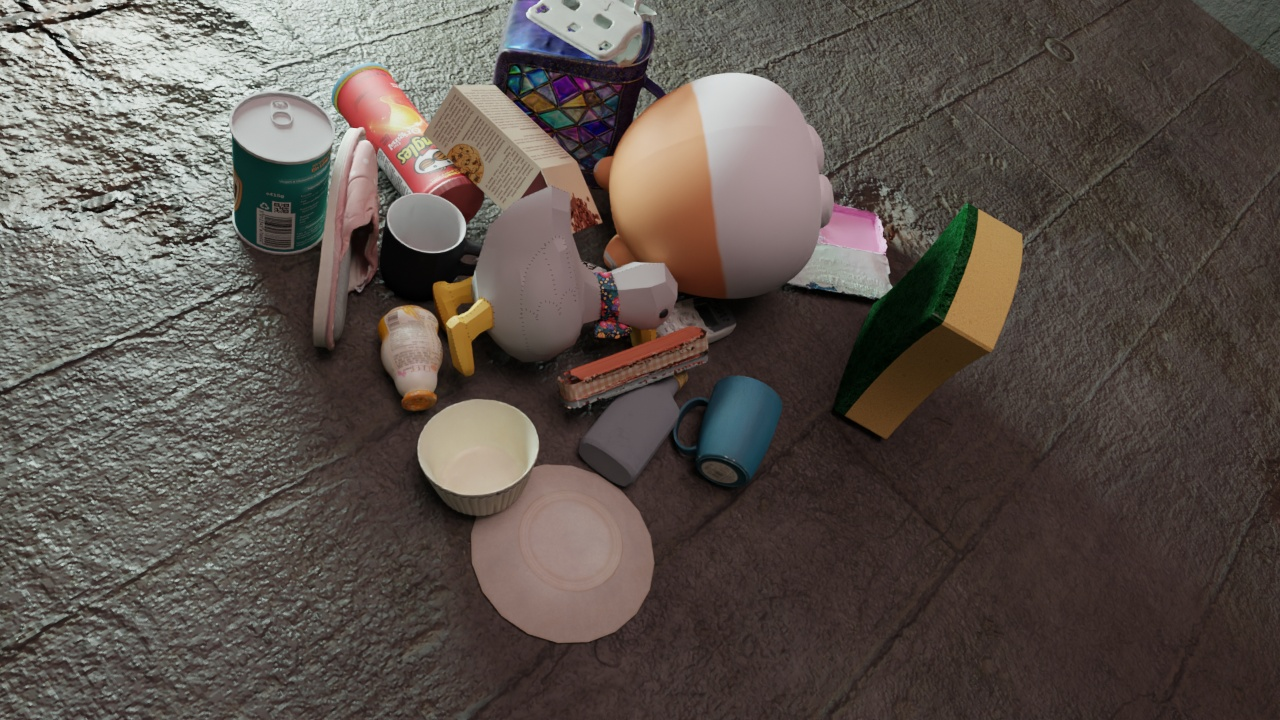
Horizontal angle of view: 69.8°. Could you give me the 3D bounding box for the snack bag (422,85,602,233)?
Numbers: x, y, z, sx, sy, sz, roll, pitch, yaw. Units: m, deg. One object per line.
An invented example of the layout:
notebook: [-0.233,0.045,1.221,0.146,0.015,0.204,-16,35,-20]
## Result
snack bag: [-0.137,-0.223,1.064,0.206,0.070,0.094,44,26,4]

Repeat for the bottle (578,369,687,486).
bottle: [0.002,0.061,1.016,0.072,0.046,0.160,36,51,4]

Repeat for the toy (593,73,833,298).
toy: [0.087,-0.201,1.111,0.281,0.266,0.262,-10,70,7]

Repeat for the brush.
brush: [0.341,-0.043,1.098,0.075,0.251,0.194,30,54,-1]

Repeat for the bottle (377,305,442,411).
bottle: [-0.237,-0.002,0.953,0.063,0.063,0.108,-2,59,-24]

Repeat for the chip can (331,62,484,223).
chip can: [-0.279,-0.253,1.096,0.086,0.087,0.213,-26,69,-34]

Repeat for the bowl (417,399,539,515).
bowl: [-0.157,0.101,0.900,0.115,0.063,0.115,3,47,-3]

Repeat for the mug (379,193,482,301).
mug: [-0.225,-0.119,1.017,0.121,0.095,0.085,9,54,-17]

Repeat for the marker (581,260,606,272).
marker: [-0.068,-0.108,1.120,0.126,0.025,0.025,20,52,-8]

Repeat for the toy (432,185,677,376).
toy: [-0.087,-0.076,0.995,0.267,0.247,0.141,-18,41,-12]

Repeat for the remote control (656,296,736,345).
remote control: [0.062,-0.046,1.128,0.114,0.028,0.060,-14,64,-30]

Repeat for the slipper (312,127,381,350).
slipper: [-0.309,-0.134,0.987,0.054,0.114,0.273,7,61,-13]

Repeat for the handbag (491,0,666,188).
handbag: [-0.074,-0.338,1.171,0.222,0.205,0.125,10,54,-7]

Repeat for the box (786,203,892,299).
box: [0.244,-0.159,1.278,0.230,0.035,0.158,7,55,-18]

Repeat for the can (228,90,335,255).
can: [-0.381,-0.196,0.975,0.099,0.144,0.099,11,54,-15]

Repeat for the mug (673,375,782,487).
mug: [0.092,0.081,1.028,0.112,0.084,0.104,10,54,20]

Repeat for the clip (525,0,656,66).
clip: [-0.042,-0.399,1.068,0.125,0.082,0.147,37,56,16]

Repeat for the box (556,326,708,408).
box: [-0.007,0.002,1.010,0.186,0.053,0.058,-21,66,-25]

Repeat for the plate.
plate: [-0.072,0.184,0.912,0.188,0.027,0.188,11,54,-15]
